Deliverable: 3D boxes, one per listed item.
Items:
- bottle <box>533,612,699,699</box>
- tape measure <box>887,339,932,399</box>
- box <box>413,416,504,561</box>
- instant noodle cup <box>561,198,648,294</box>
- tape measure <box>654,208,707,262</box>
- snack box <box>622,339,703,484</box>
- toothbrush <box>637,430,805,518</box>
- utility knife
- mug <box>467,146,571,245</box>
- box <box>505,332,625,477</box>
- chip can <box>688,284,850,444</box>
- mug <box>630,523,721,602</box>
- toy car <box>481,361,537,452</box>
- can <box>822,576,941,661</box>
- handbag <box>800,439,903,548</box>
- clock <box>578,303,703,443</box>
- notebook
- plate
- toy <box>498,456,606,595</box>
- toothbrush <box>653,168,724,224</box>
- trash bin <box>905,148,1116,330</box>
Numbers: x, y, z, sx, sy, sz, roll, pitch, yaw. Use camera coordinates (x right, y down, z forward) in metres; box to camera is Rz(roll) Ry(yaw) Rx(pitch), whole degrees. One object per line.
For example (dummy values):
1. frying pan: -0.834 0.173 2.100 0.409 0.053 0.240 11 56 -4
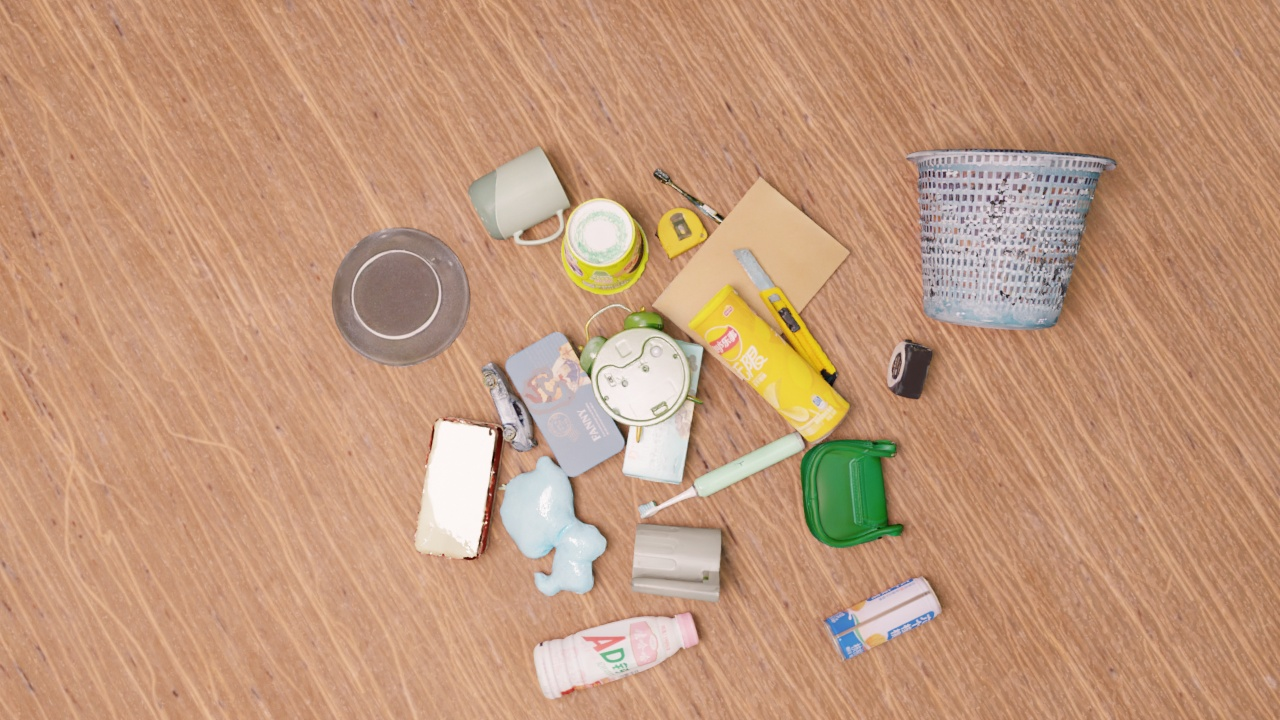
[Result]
1. bottle: -0.028 0.352 1.117 0.197 0.068 0.068 -16 87 -3
2. tape measure: 0.329 0.009 1.127 0.033 0.066 0.066 13 103 -1
3. box: -0.224 0.156 1.124 0.091 0.077 0.168 8 86 1
4. instant noodle cup: -0.046 -0.143 1.113 0.112 0.123 0.111 0 87 0
5. tape measure: 0.050 -0.164 1.160 0.060 0.029 0.057 -29 86 -1
6. snack box: 0.028 0.061 1.136 0.074 0.051 0.175 9 87 3
7. toothbrush: 0.101 0.146 1.144 0.224 0.026 0.027 -26 57 0
8. utility knife: 0.180 -0.052 1.143 0.033 0.015 0.215 -36 96 -2
9. mug: -0.145 -0.192 1.138 0.106 0.082 0.111 -28 89 -2
10. box: -0.089 0.059 1.135 0.090 0.061 0.184 -32 85 0
11. chip can: 0.156 0.006 1.119 0.213 0.072 0.072 45 88 -3
12. mug: 0.042 0.246 1.093 0.103 0.123 0.084 5 105 4
13. toy car: -0.162 0.057 1.139 0.037 0.054 0.120 -25 86 2
14. can: 0.294 0.313 1.118 0.134 0.053 0.053 -25 87 0
15. handbag: 0.258 0.161 1.120 0.120 0.068 0.131 -6 87 0
16. clock: -0.006 0.006 1.088 0.116 0.056 0.161 -31 83 2
17. notebook: 0.139 -0.102 1.154 0.149 0.012 0.211 40 92 -1
18. plate: -0.307 -0.082 1.164 0.179 0.024 0.179 0 87 1
19. toy: -0.114 0.204 1.132 0.156 0.049 0.161 19 93 11
20. toothbrush: 0.092 -0.186 1.166 0.186 0.017 0.012 37 85 2
21. trash bin: 0.418 -0.140 1.076 0.226 0.226 0.195 4 99 1
